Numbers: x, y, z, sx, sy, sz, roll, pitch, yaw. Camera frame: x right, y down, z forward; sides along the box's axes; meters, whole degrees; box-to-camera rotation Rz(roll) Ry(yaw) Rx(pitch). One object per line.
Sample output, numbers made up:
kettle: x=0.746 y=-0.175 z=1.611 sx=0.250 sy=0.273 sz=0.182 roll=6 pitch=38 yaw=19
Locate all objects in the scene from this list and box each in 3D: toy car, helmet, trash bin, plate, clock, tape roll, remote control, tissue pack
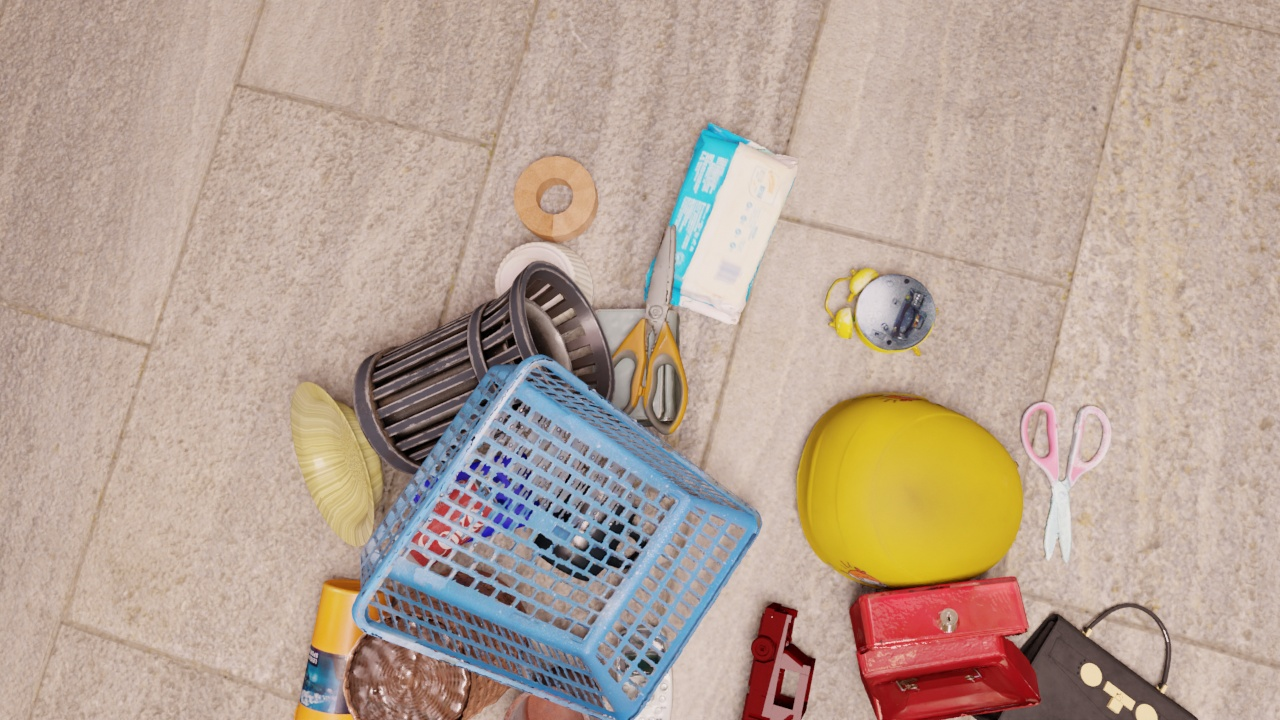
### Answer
toy car: x=0.140 y=0.342 z=0.946 sx=0.062 sy=0.070 sz=0.169 roll=10 pitch=84 yaw=18
helmet: x=0.281 y=0.135 z=0.922 sx=0.240 sy=0.139 sz=0.209 roll=9 pitch=84 yaw=6
trash bin: x=-0.166 y=0.019 z=0.944 sx=0.228 sy=0.164 sz=0.164 roll=-22 pitch=81 yaw=23
plate: x=-0.319 y=0.107 z=0.993 sx=0.036 sy=0.185 sz=0.184 roll=-20 pitch=79 yaw=-40
trash bin: x=-0.205 y=0.294 z=0.914 sx=0.151 sy=0.210 sz=0.151 roll=-1 pitch=83 yaw=6
clock: x=0.258 y=-0.053 z=0.987 sx=0.119 sy=0.057 sz=0.083 roll=23 pitch=86 yaw=7
tape roll: x=-0.096 y=-0.184 z=1.050 sx=0.094 sy=0.027 sz=0.094 roll=-1 pitch=83 yaw=5
remote control: x=0.005 y=0.343 z=0.980 sx=0.060 sy=0.028 sz=0.114 roll=-3 pitch=83 yaw=5
tissue pack: x=0.088 y=-0.145 z=1.010 sx=0.117 sy=0.066 sz=0.209 roll=21 pitch=87 yaw=7

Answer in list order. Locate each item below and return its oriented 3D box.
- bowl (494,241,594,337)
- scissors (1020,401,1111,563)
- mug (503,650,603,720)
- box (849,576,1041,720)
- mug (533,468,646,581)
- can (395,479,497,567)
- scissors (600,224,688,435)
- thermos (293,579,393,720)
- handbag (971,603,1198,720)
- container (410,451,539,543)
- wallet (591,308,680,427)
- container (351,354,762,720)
bowl: x=-0.113 y=-0.082 z=1.022 sx=0.115 sy=0.062 sz=0.115 roll=-1 pitch=83 yaw=5
scissors: x=0.459 y=0.131 z=0.970 sx=0.101 sy=0.016 sz=0.178 roll=-3 pitch=83 yaw=5
mug: x=-0.094 y=0.356 z=0.949 sx=0.096 sy=0.110 sz=0.123 roll=-23 pitch=81 yaw=-3
box: x=0.292 y=0.270 z=0.913 sx=0.157 sy=0.137 sz=0.126 roll=-11 pitch=88 yaw=3
mug: x=-0.047 y=0.185 z=0.983 sx=0.121 sy=0.085 sz=0.094 roll=32 pitch=88 yaw=-21
can: x=-0.193 y=0.162 z=0.921 sx=0.096 sy=0.054 sz=0.054 roll=-36 pitch=82 yaw=-1
scissors: x=0.025 y=-0.033 z=0.970 sx=0.114 sy=0.016 sz=0.229 roll=15 pitch=87 yaw=15
thermos: x=-0.328 y=0.358 z=0.992 sx=0.076 sy=0.091 sz=0.232 roll=12 pitch=84 yaw=-22
handbag: x=0.472 y=0.337 z=0.930 sx=0.176 sy=0.072 sz=0.195 roll=37 pitch=77 yaw=8
container: x=-0.174 y=0.151 z=0.991 sx=0.113 sy=0.085 sz=0.084 roll=-16 pitch=83 yaw=2
wallet: x=-0.006 y=0.006 z=1.011 sx=0.100 sy=0.054 sz=0.131 roll=-1 pitch=79 yaw=3
container: x=-0.069 y=0.169 z=0.849 sx=0.089 sy=0.362 sz=0.257 roll=28 pitch=81 yaw=49
